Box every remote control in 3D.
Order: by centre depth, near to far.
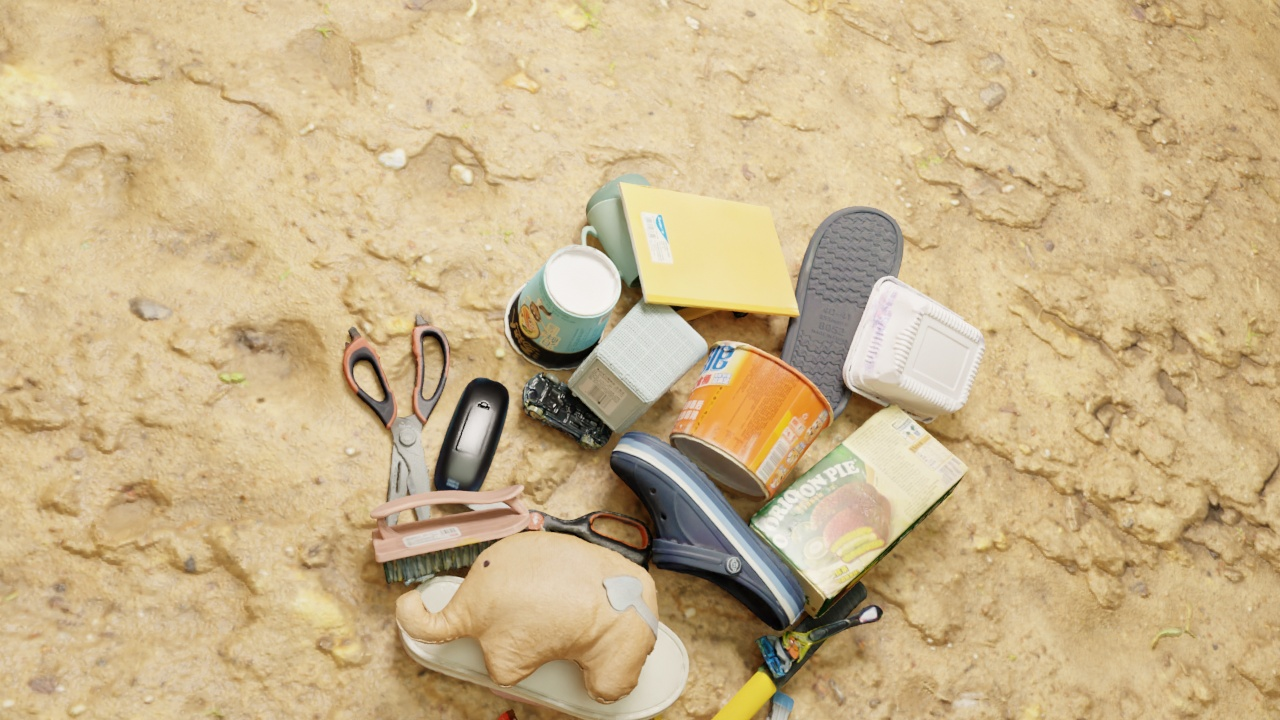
[{"bbox_3d":[-0.166,0.074,0.913,0.053,0.024,0.136,19,59,-8],"label":"remote control"}]

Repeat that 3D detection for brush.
[{"bbox_3d":[-0.174,0.156,0.854,0.145,0.063,0.073,-9,103,-17],"label":"brush"}]

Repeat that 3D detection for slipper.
[{"bbox_3d":[-0.089,0.268,0.857,0.274,0.055,0.114,14,65,-6],"label":"slipper"},{"bbox_3d":[0.054,0.181,0.916,0.253,0.105,0.095,46,69,-1],"label":"slipper"},{"bbox_3d":[0.219,-0.053,1.076,0.110,0.083,0.268,20,84,-5],"label":"slipper"}]

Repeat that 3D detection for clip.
[{"bbox_3d":[0.136,0.363,0.924,0.024,0.028,0.056,33,55,-7],"label":"clip"}]

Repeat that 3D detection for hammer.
[{"bbox_3d":[0.127,0.318,0.915,0.299,0.033,0.129,-35,69,-30],"label":"hammer"}]

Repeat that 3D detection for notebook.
[{"bbox_3d":[0.078,-0.119,0.999,0.206,0.010,0.145,3,64,-33],"label":"notebook"}]

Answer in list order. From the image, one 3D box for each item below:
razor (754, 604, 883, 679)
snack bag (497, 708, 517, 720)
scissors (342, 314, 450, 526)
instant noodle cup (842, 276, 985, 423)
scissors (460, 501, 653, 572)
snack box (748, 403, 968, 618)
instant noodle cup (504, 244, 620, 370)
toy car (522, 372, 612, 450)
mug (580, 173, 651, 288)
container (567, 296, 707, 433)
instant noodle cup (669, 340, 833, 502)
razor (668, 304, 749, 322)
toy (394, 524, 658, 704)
[{"bbox_3d":[0.187,0.274,0.923,0.142,0.022,0.042,-15,62,-21],"label":"razor"},{"bbox_3d":[-0.149,0.361,0.820,0.104,0.026,0.048,-26,69,-25],"label":"snack bag"},{"bbox_3d":[-0.240,0.057,0.907,0.214,0.015,0.196,42,63,-2],"label":"scissors"},{"bbox_3d":[0.322,-0.005,1.045,0.173,0.060,0.138,22,87,-32],"label":"instant noodle cup"},{"bbox_3d":[-0.097,0.179,0.906,0.234,0.022,0.125,5,69,-17],"label":"scissors"},{"bbox_3d":[0.231,0.156,0.985,0.239,0.063,0.114,-34,64,-26],"label":"snack box"},{"bbox_3d":[-0.076,-0.060,0.946,0.111,0.121,0.111,6,69,-17],"label":"instant noodle cup"},{"bbox_3d":[-0.077,0.054,0.953,0.105,0.031,0.048,32,60,-13],"label":"toy car"},{"bbox_3d":[-0.017,-0.139,1.021,0.111,0.082,0.106,-32,84,-9],"label":"mug"},{"bbox_3d":[-0.006,0.006,0.947,0.090,0.090,0.111,44,46,1],"label":"container"},{"bbox_3d":[0.108,0.068,0.954,0.151,0.152,0.111,35,72,-4],"label":"instant noodle cup"},{"bbox_3d":[0.062,-0.063,1.038,0.167,0.062,0.068,-21,110,-19],"label":"razor"},{"bbox_3d":[-0.095,0.214,0.805,0.226,0.083,0.143,11,51,-3],"label":"toy"}]
